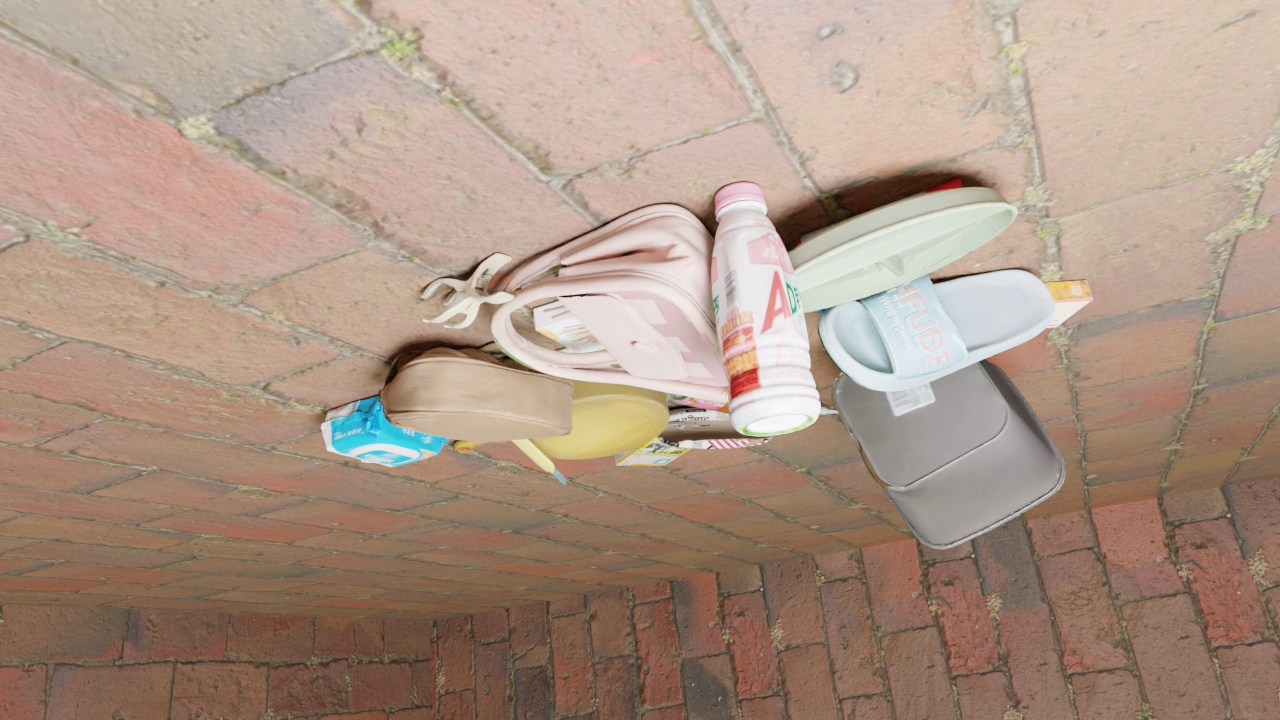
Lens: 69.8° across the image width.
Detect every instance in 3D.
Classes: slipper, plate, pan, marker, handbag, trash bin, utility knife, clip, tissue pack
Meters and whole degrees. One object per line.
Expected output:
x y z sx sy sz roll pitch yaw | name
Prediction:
0.300 -0.040 0.913 0.245 0.104 0.074 -14 157 -7 | slipper
0.207 -0.092 0.795 0.230 0.027 0.230 -17 168 -4 | plate
-0.123 0.087 1.215 0.358 0.078 0.197 -27 148 30 | pan
0.204 -0.123 0.790 0.145 0.017 0.017 -18 157 28 | marker
-0.025 -0.035 0.827 0.235 0.093 0.193 -7 146 25 | handbag
0.338 0.078 1.041 0.199 0.198 0.219 -34 146 16 | trash bin
-0.153 0.096 1.128 0.176 0.019 0.031 49 148 -12 | utility knife
-0.174 0.037 0.996 0.148 0.099 0.204 -10 162 40 | handbag
-0.152 -0.049 0.816 0.104 0.076 0.034 -8 163 38 | clip
-0.316 0.092 1.140 0.090 0.063 0.140 -16 158 23 | tissue pack

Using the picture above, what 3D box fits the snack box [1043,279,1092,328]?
0.405 -0.057 1.014 0.155 0.027 0.077 -4 159 -7 | snack box

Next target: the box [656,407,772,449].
0.102 0.079 1.269 0.163 0.076 0.075 -2 -164 -4 | box

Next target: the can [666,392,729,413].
0.098 0.034 1.119 0.147 0.057 0.058 13 152 -43 | can

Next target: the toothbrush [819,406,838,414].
0.216 0.062 1.289 0.189 0.021 0.029 5 -171 -26 | toothbrush

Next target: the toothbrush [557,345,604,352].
-0.031 -0.018 0.996 0.190 0.020 0.029 -13 -159 21 | toothbrush

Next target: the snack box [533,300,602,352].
-0.018 -0.049 0.908 0.157 0.026 0.084 -16 158 22 | snack box

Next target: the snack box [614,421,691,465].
0.026 0.127 1.386 0.086 0.033 0.141 3 159 -25 | snack box

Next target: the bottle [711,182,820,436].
0.090 -0.043 0.710 0.068 0.196 0.068 -6 159 -2 | bottle

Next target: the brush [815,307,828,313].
0.233 -0.033 1.021 0.083 0.045 0.254 -15 154 32 | brush
